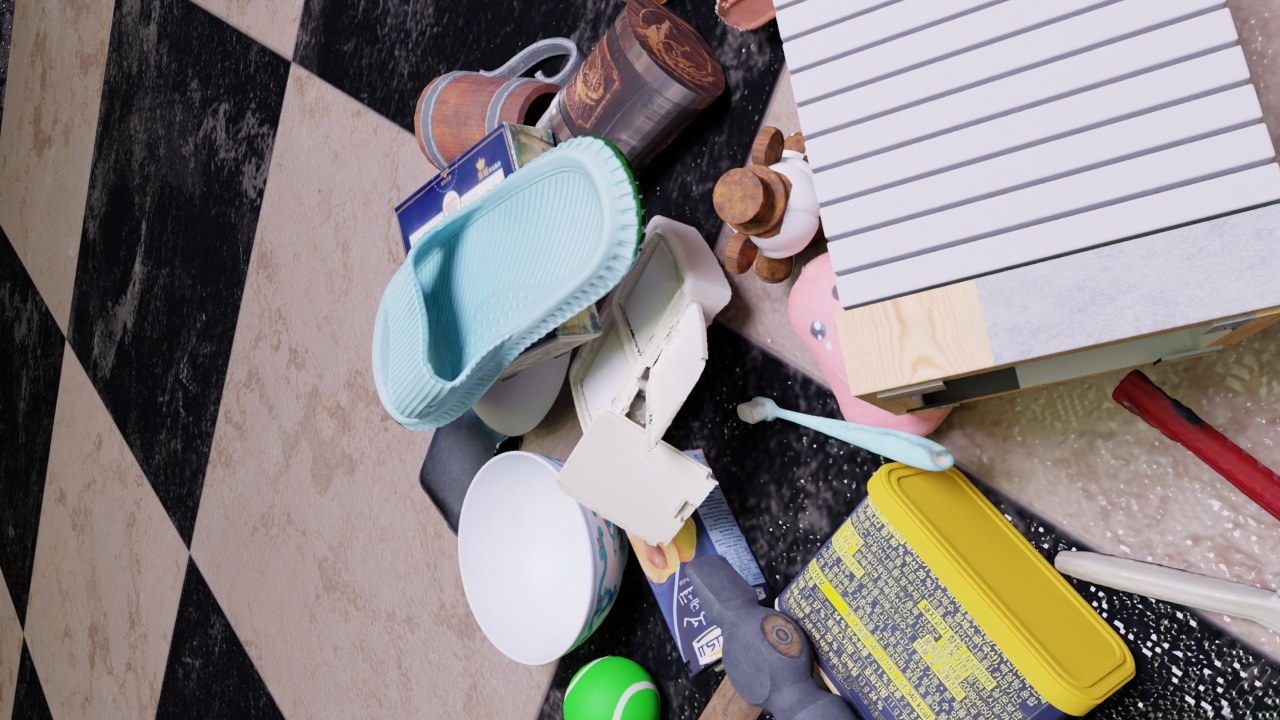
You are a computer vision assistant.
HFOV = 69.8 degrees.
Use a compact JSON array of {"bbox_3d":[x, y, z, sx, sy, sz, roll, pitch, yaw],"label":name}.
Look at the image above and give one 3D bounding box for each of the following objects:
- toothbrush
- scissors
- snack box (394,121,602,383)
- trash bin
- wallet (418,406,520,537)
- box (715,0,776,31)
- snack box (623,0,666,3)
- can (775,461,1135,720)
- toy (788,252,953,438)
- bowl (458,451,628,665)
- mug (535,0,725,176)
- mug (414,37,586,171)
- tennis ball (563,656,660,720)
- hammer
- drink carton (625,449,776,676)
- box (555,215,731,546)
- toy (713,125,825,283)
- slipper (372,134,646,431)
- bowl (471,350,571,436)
[{"bbox_3d":[0.102,0.037,0.491,0.181,0.016,0.016,-169,67,-66],"label":"toothbrush"},{"bbox_3d":[0.254,0.083,0.370,0.198,0.015,0.180,54,145,5],"label":"scissors"},{"bbox_3d":[-0.101,-0.063,0.620,0.145,0.042,0.145,-21,79,44],"label":"snack box"},{"bbox_3d":[0.143,-0.114,0.379,0.143,0.142,0.246,-14,79,20],"label":"trash bin"},{"bbox_3d":[-0.149,0.085,0.774,0.089,0.026,0.115,40,116,38],"label":"wallet"},{"bbox_3d":[0.121,-0.243,0.496,0.188,0.057,0.067,-21,43,41],"label":"box"},{"bbox_3d":[0.041,-0.326,0.553,0.196,0.080,0.145,-12,81,43],"label":"snack box"},{"bbox_3d":[0.147,0.133,0.455,0.135,0.075,0.105,52,126,31],"label":"can"},{"bbox_3d":[0.125,-0.012,0.490,0.110,0.051,0.090,44,123,30],"label":"toy"},{"bbox_3d":[-0.057,0.134,0.651,0.144,0.074,0.144,0,90,44],"label":"bowl"},{"bbox_3d":[-0.009,-0.182,0.615,0.107,0.080,0.115,-40,35,38],"label":"mug"},{"bbox_3d":[-0.099,-0.194,0.701,0.111,0.081,0.117,15,77,40],"label":"mug"},{"bbox_3d":[-0.019,0.234,0.620,0.065,0.065,0.065,0,89,44],"label":"tennis ball"},{"bbox_3d":[0.025,0.255,0.553,0.129,0.040,0.323,54,138,36],"label":"hammer"},{"bbox_3d":[0.036,0.127,0.585,0.064,0.040,0.130,-44,61,36],"label":"drink carton"},{"bbox_3d":[-0.004,0.003,0.562,0.144,0.080,0.180,-61,28,25],"label":"box"},{"bbox_3d":[0.072,-0.086,0.505,0.067,0.112,0.087,21,104,30],"label":"toy"},{"bbox_3d":[-0.105,-0.040,0.551,0.277,0.069,0.116,-31,71,40],"label":"slipper"},{"bbox_3d":[-0.106,-0.018,0.700,0.150,0.043,0.149,-19,67,52],"label":"bowl"}]
